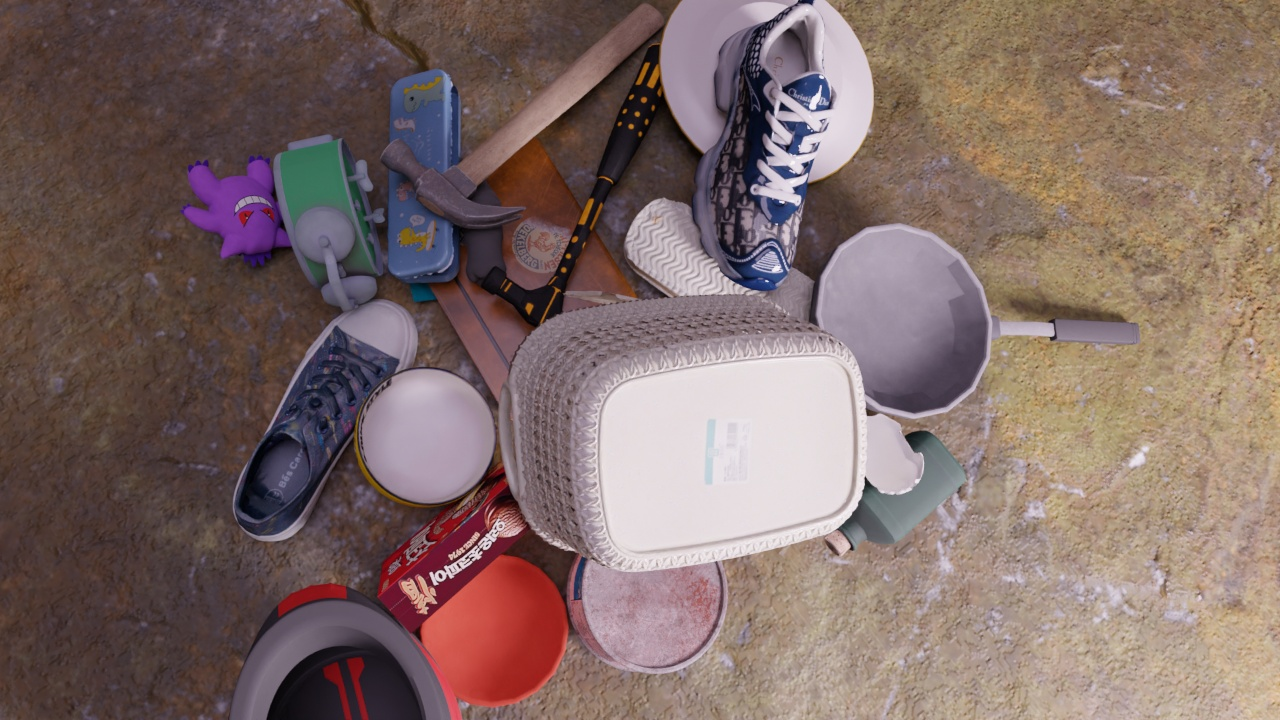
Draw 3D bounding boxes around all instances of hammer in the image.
[{"bbox_3d":[-0.030,-0.167,0.862,0.123,0.036,0.320,29,70,-17],"label":"hammer"},{"bbox_3d":[-0.085,-0.242,0.865,0.119,0.031,0.330,42,62,-1],"label":"hammer"}]

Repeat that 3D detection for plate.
[{"bbox_3d":[0.131,-0.284,0.905,0.229,0.021,0.229,3,79,-15],"label":"plate"}]

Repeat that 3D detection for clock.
[{"bbox_3d":[-0.260,-0.112,0.789,0.075,0.122,0.161,-15,54,-8],"label":"clock"}]

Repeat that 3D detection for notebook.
[{"bbox_3d":[-0.122,-0.084,0.859,0.178,0.014,0.249,-30,82,-11],"label":"notebook"}]

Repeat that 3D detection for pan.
[{"bbox_3d":[0.317,-0.031,0.859,0.357,0.041,0.178,2,79,-16],"label":"pan"}]

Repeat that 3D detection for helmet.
[{"bbox_3d":[-0.211,0.303,0.682,0.164,0.170,0.264,-13,76,-16],"label":"helmet"}]

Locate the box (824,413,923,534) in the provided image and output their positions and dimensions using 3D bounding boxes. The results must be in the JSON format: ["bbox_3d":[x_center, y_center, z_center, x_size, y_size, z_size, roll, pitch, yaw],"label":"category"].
[{"bbox_3d":[0.149,0.100,0.772,0.112,0.163,0.084,-22,88,-22],"label":"box"}]

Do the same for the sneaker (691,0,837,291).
[{"bbox_3d":[0.120,-0.198,0.799,0.103,0.133,0.269,11,75,-15],"label":"sneaker"}]

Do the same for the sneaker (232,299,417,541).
[{"bbox_3d":[-0.276,0.043,0.783,0.087,0.079,0.235,29,76,1],"label":"sneaker"}]

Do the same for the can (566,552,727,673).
[{"bbox_3d":[0.006,0.195,0.775,0.129,0.044,0.129,6,73,-20],"label":"can"}]

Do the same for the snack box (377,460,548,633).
[{"bbox_3d":[-0.143,0.141,0.733,0.132,0.152,0.036,-41,97,-13],"label":"snack box"}]

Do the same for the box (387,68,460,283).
[{"bbox_3d":[-0.201,-0.173,0.840,0.066,0.049,0.209,-3,70,-1],"label":"box"}]

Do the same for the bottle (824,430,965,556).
[{"bbox_3d":[0.219,0.125,0.819,0.131,0.061,0.061,-38,85,-12],"label":"bottle"}]

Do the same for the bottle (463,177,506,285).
[{"bbox_3d":[-0.144,-0.124,0.838,0.036,0.036,0.109,-5,77,-7],"label":"bottle"}]

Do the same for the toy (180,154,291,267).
[{"bbox_3d":[-0.358,-0.131,0.827,0.105,0.056,0.088,-20,75,-45],"label":"toy"}]

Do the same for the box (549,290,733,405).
[{"bbox_3d":[0.006,0.001,0.761,0.185,0.146,0.095,10,88,-32],"label":"box"}]

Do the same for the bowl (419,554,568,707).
[{"bbox_3d":[-0.123,0.227,0.778,0.122,0.035,0.122,1,77,-5],"label":"bowl"}]

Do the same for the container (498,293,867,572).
[{"bbox_3d":[0.036,0.050,0.638,0.246,0.143,0.184,-8,99,-19],"label":"container"}]

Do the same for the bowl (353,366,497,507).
[{"bbox_3d":[-0.187,0.069,0.784,0.117,0.068,0.117,7,73,-23],"label":"bowl"}]

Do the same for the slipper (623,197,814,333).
[{"bbox_3d":[0.095,-0.045,0.849,0.263,0.052,0.115,37,73,-4],"label":"slipper"}]
